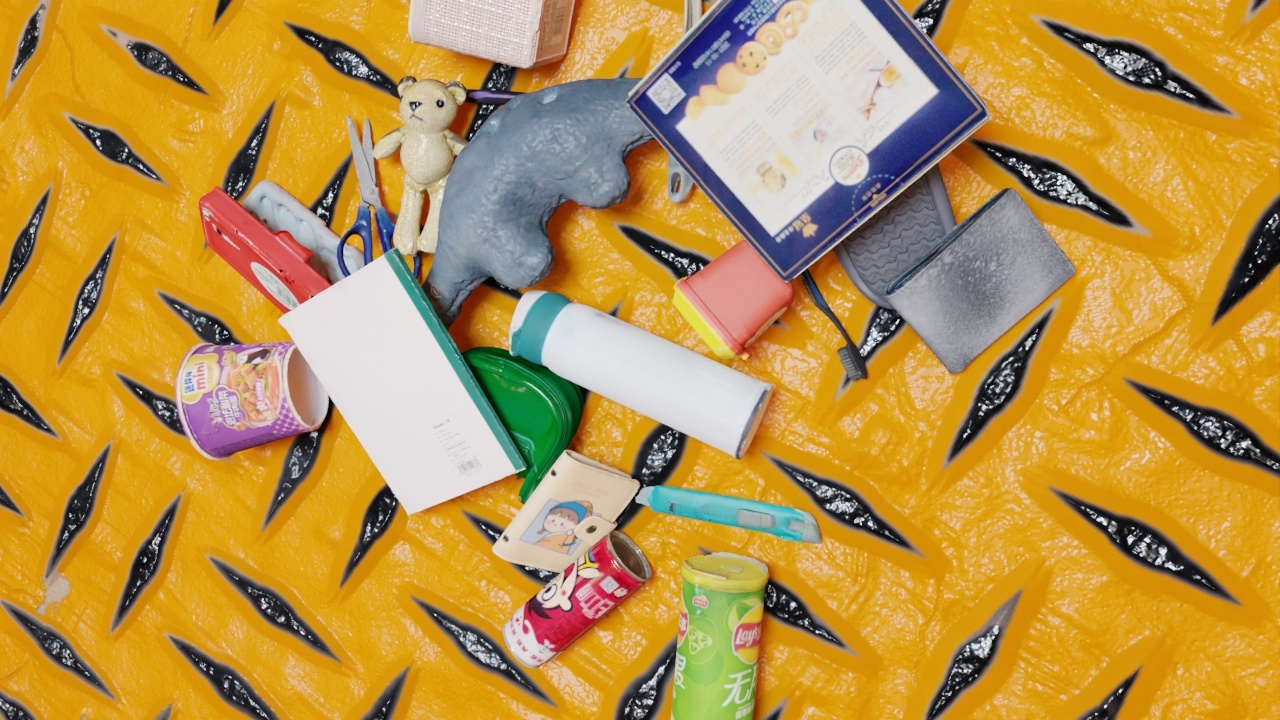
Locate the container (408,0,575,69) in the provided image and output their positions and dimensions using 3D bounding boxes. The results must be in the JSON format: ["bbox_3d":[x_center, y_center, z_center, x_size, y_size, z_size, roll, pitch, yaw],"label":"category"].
[{"bbox_3d":[-0.120,-0.299,0.765,0.111,0.089,0.090,20,119,11],"label":"container"}]

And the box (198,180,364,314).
[{"bbox_3d":[-0.309,-0.089,0.859,0.201,0.091,0.095,39,145,11],"label":"box"}]

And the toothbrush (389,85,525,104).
[{"bbox_3d":[-0.137,-0.236,0.822,0.189,0.016,0.014,7,105,12],"label":"toothbrush"}]

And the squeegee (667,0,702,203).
[{"bbox_3d":[0.039,-0.254,0.757,0.247,0.039,0.246,5,99,28],"label":"squeegee"}]

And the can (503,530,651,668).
[{"bbox_3d":[-0.056,0.208,0.794,0.133,0.053,0.053,-42,81,13],"label":"can"}]

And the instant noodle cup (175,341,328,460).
[{"bbox_3d":[-0.352,0.030,0.847,0.099,0.111,0.111,-10,89,8],"label":"instant noodle cup"}]

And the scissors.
[{"bbox_3d":[-0.238,-0.144,0.842,0.012,0.128,0.172,-25,44,52],"label":"scissors"}]

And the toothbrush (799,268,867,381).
[{"bbox_3d":[0.135,-0.066,0.751,0.016,0.014,0.189,-33,82,38],"label":"toothbrush"}]

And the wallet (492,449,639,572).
[{"bbox_3d":[-0.061,0.134,0.787,0.087,0.024,0.115,27,109,-29],"label":"wallet"}]

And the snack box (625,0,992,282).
[{"bbox_3d":[0.114,-0.181,0.649,0.178,0.045,0.182,-40,95,24],"label":"snack box"}]

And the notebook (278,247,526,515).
[{"bbox_3d":[-0.203,0.026,0.778,0.151,0.012,0.209,-24,102,30],"label":"notebook"}]

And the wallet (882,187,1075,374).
[{"bbox_3d":[0.256,-0.058,0.692,0.121,0.019,0.097,-42,115,13],"label":"wallet"}]

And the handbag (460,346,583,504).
[{"bbox_3d":[-0.120,0.054,0.798,0.131,0.067,0.120,20,103,13],"label":"handbag"}]

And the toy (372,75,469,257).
[{"bbox_3d":[-0.191,-0.169,0.810,0.105,0.066,0.157,8,101,9],"label":"toy"}]

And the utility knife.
[{"bbox_3d":[0.073,0.129,0.775,0.161,0.013,0.029,8,93,15],"label":"utility knife"}]

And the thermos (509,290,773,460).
[{"bbox_3d":[-0.005,0.004,0.765,0.224,0.073,0.073,24,98,13],"label":"thermos"}]

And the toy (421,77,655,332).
[{"bbox_3d":[-0.088,-0.144,0.763,0.357,0.091,0.138,-38,83,17],"label":"toy"}]

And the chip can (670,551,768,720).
[{"bbox_3d":[0.060,0.275,0.755,0.073,0.072,0.221,6,94,15],"label":"chip can"}]

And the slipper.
[{"bbox_3d":[0.166,-0.169,0.711,0.111,0.083,0.268,-22,105,20],"label":"slipper"}]

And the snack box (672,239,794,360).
[{"bbox_3d":[0.078,-0.047,0.729,0.080,0.091,0.082,-40,83,6],"label":"snack box"}]
